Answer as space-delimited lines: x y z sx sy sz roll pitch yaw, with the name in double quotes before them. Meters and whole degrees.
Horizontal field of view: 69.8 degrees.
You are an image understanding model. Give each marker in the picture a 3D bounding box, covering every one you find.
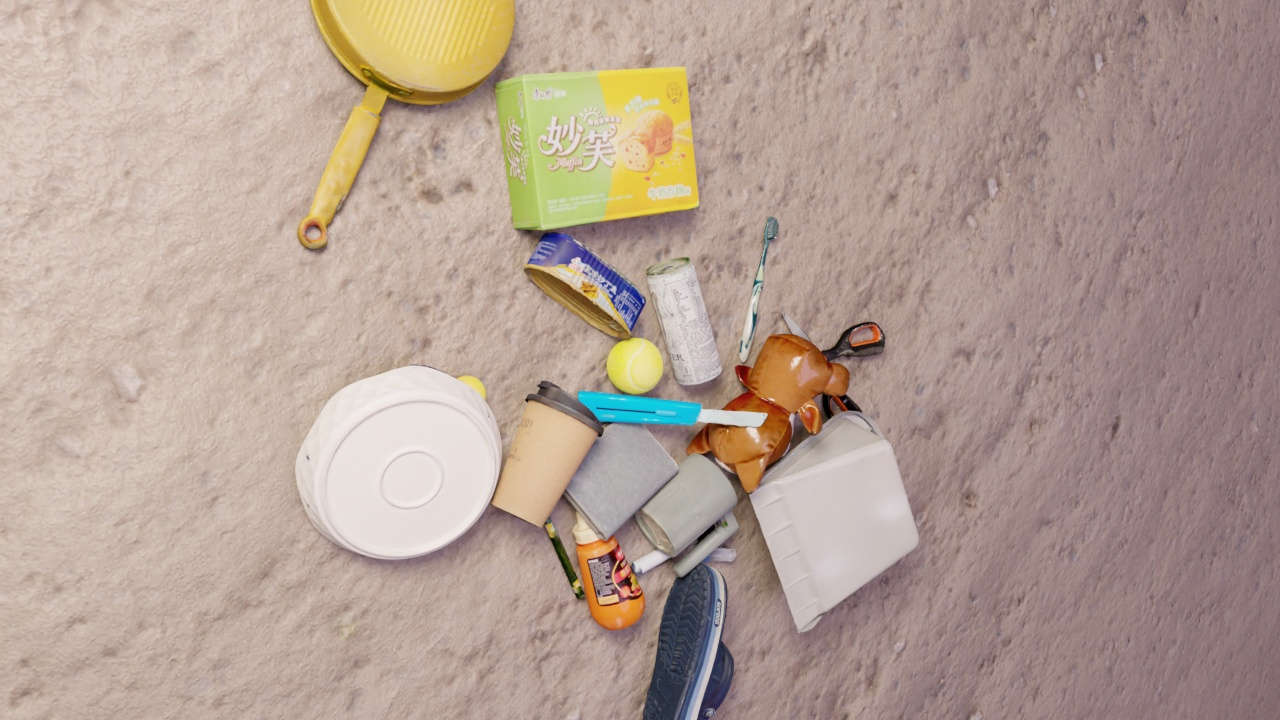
"marker" 0.042 0.237 1.151 0.130 0.018 0.022 -23 90 -30

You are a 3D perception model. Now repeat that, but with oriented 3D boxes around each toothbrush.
"toothbrush" -0.099 0.197 1.057 0.017 0.012 0.186 -36 115 -37
"toothbrush" 0.153 -0.091 1.179 0.016 0.018 0.191 11 90 -34

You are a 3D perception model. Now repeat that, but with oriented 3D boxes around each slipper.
"slipper" 0.073 0.382 1.138 0.095 0.105 0.253 13 91 -27

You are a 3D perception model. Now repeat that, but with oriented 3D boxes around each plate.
"plate" -0.232 0.109 0.912 0.204 0.045 0.205 -10 114 -24

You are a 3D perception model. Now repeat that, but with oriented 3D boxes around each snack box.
"snack box" -0.042 -0.231 0.999 0.209 0.070 0.158 -14 104 -32

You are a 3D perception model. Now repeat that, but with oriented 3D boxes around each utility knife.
"utility knife" 0.038 0.060 1.064 0.223 0.018 0.034 5 94 -6

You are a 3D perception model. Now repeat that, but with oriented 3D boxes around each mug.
"mug" 0.060 0.192 1.119 0.103 0.084 0.124 -37 117 -22

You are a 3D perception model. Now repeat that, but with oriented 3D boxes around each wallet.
"wallet" -0.032 0.128 1.064 0.129 0.037 0.106 -40 91 -30

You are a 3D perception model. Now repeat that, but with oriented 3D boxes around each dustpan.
"dustpan" 0.262 0.192 1.238 0.257 0.143 0.223 -24 107 -11

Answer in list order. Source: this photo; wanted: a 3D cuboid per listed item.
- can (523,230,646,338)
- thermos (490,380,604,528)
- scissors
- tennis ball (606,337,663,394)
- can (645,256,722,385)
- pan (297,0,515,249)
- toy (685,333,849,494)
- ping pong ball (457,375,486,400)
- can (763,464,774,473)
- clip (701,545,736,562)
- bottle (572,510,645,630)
"can" -0.059 -0.082 1.008 0.148 0.075 0.049 36 73 -32
"thermos" -0.103 0.103 0.988 0.093 0.093 0.143 34 75 -32
"scissors" 0.262 0.009 1.262 0.220 0.022 0.232 -32 113 -26
"tennis ball" -0.006 0.006 1.058 0.065 0.065 0.065 -5 99 -33
"can" 0.052 -0.046 1.094 0.058 0.058 0.147 -27 111 -28
"pan" -0.245 -0.273 0.876 0.197 0.078 0.357 24 77 -31
"toy" 0.157 0.066 1.134 0.199 0.140 0.130 -50 128 -14
"ping pong ball" -0.182 0.036 0.962 0.040 0.040 0.040 -5 99 -33
"can" 0.204 0.209 1.230 0.057 0.058 0.147 -43 117 -22
"clip" 0.098 0.250 1.191 0.057 0.036 0.025 11 88 -30
"bottle" -0.044 0.238 1.073 0.066 0.067 0.149 -25 103 -29
